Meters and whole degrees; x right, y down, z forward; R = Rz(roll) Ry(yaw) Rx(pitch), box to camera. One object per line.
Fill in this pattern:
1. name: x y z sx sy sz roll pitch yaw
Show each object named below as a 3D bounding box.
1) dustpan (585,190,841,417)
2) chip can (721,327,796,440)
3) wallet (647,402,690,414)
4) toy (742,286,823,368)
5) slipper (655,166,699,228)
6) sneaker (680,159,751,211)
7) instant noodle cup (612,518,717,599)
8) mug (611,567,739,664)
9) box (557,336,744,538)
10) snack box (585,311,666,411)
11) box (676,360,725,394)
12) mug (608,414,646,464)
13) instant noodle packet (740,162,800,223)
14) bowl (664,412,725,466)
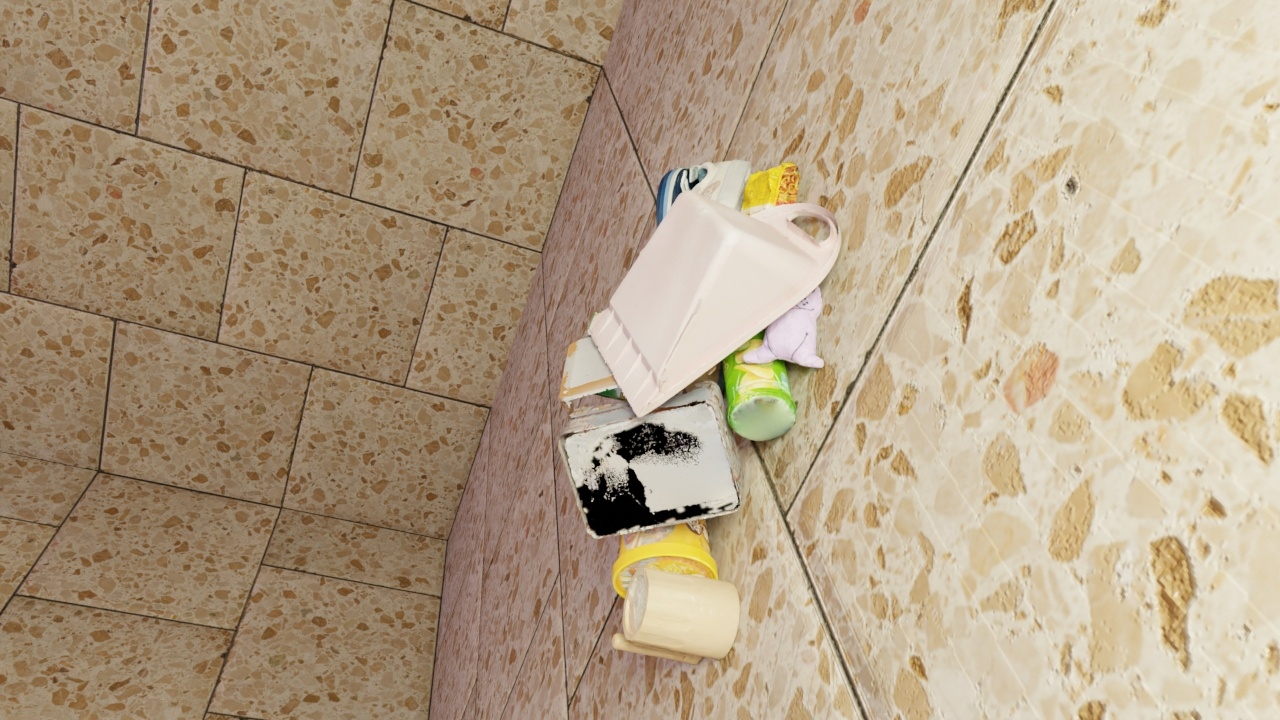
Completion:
1. dustpan: 0.085 -0.068 0.994 0.274 0.138 0.222 -58 28 18
2. chip can: 0.123 -0.009 1.018 0.220 0.072 0.073 -92 22 -47
3. wallet: 0.035 0.046 1.300 0.131 0.031 0.108 -96 27 -47
4. toy: 0.154 -0.040 0.957 0.039 0.084 0.107 58 -141 -59
5. slipper: 0.076 -0.152 1.302 0.095 0.105 0.252 -6 79 36
6. sneaker: 0.082 -0.192 1.184 0.241 0.091 0.090 -70 -15 -49
7. instant noodle cup: 0.028 0.210 1.066 0.114 0.118 0.119 -89 20 -45
8. mug: 0.035 0.284 0.997 0.084 0.103 0.125 -93 23 -49
9. box: 0.016 0.076 1.033 0.226 0.180 0.157 -87 -21 -58
10. snack box: -0.007 0.007 1.257 0.106 0.118 0.117 24 99 57
11. box: 0.085 -0.030 1.183 0.090 0.059 0.184 107 171 -71
12. mug: -0.015 0.133 1.394 0.123 0.078 0.078 122 158 -63
13. instant noodle packet: 0.154 -0.184 1.128 0.128 0.044 0.111 -150 74 -77
14. bowl: 0.054 0.107 1.140 0.119 0.064 0.118 -56 20 32
